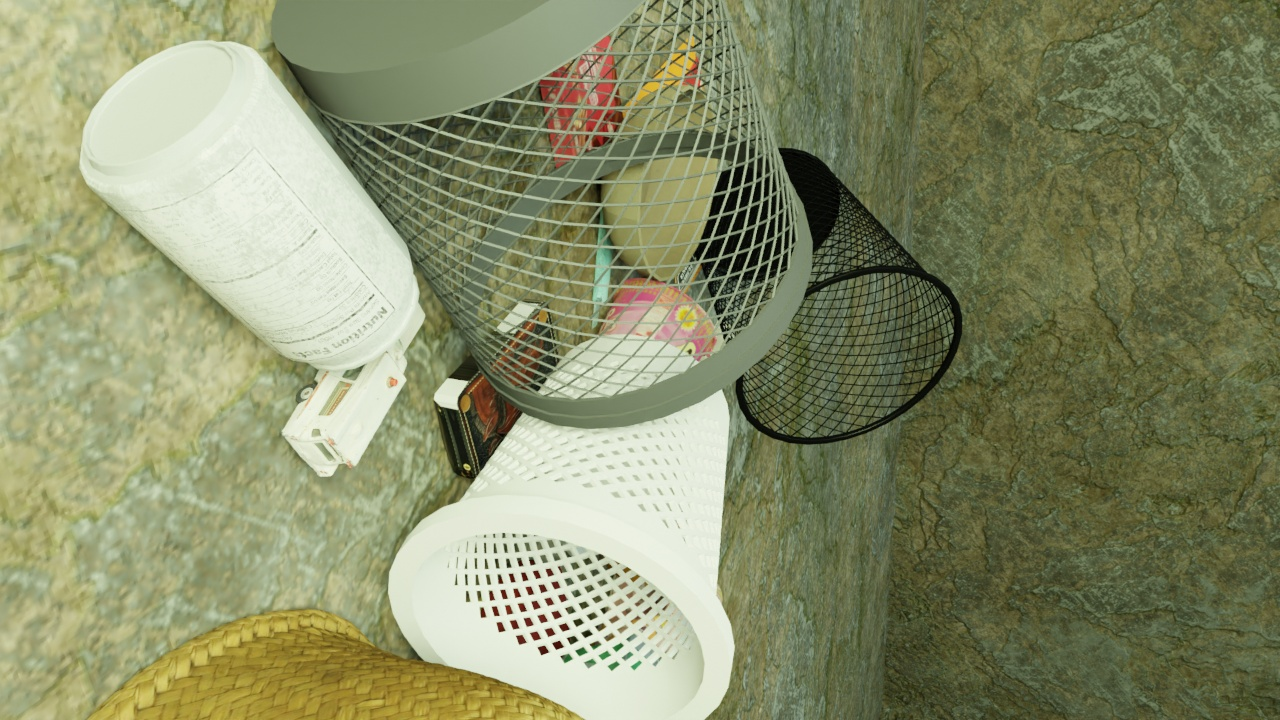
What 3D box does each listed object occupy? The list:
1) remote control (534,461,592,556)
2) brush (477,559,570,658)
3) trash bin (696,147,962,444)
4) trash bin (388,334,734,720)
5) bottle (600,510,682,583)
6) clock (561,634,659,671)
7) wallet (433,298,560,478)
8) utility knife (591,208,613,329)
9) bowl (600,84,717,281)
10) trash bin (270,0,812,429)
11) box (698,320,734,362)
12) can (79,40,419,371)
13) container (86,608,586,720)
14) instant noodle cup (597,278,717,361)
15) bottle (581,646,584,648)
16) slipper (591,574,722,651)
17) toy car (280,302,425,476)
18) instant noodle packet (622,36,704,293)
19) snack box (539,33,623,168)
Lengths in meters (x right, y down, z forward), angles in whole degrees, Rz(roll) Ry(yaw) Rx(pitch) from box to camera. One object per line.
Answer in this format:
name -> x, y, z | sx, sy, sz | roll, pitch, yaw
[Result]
remote control -> -0.060, 0.115, 0.741 | 0.137, 0.013, 0.043 | 70, 35, -47
brush -> -0.088, 0.228, 0.671 | 0.082, 0.042, 0.173 | -41, 133, -57
trash bin -> 0.140, -0.068, 0.789 | 0.210, 0.184, 0.184 | -108, 180, -45
trash bin -> -0.025, 0.094, 0.581 | 0.199, 0.196, 0.196 | -69, 155, -50
bottle -> 0.015, 0.143, 0.848 | 0.156, 0.068, 0.068 | -40, 133, -70
clock -> -0.016, 0.262, 0.643 | 0.161, 0.075, 0.122 | 32, 42, -74
wallet -> -0.094, 0.017, 0.625 | 0.122, 0.019, 0.072 | -55, 145, -48
utility knife -> -0.029, -0.088, 0.754 | 0.022, 0.015, 0.126 | -7, 104, -65
bowl -> 0.010, -0.142, 0.728 | 0.151, 0.050, 0.152 | -45, 142, -51
trash bin -> -0.040, -0.117, 0.478 | 0.227, 0.218, 0.217 | 61, 42, -48
box -> 0.040, 0.031, 0.873 | 0.141, 0.084, 0.140 | -15, 109, -59
can -> -0.155, -0.058, 0.386 | 0.136, 0.078, 0.078 | 62, 41, -53
container -> -0.123, 0.285, 0.417 | 0.306, 0.197, 0.307 | 7, 90, -69
instant noodle cup -> -0.004, 0.004, 0.750 | 0.108, 0.098, 0.098 | -58, 147, -30
bottle -> -0.052, 0.303, 0.752 | 0.061, 0.061, 0.131 | 33, 66, -62
slipper -> 0.015, 0.217, 0.856 | 0.197, 0.093, 0.081 | -7, 85, -71
toy car -> -0.142, 0.006, 0.483 | 0.039, 0.039, 0.112 | 69, 35, -47
instant noodle packet -> 0.035, -0.166, 0.856 | 0.159, 0.032, 0.221 | -57, 146, -41
snack box -> -0.046, -0.212, 0.668 | 0.089, 0.021, 0.133 | -57, 146, -46
